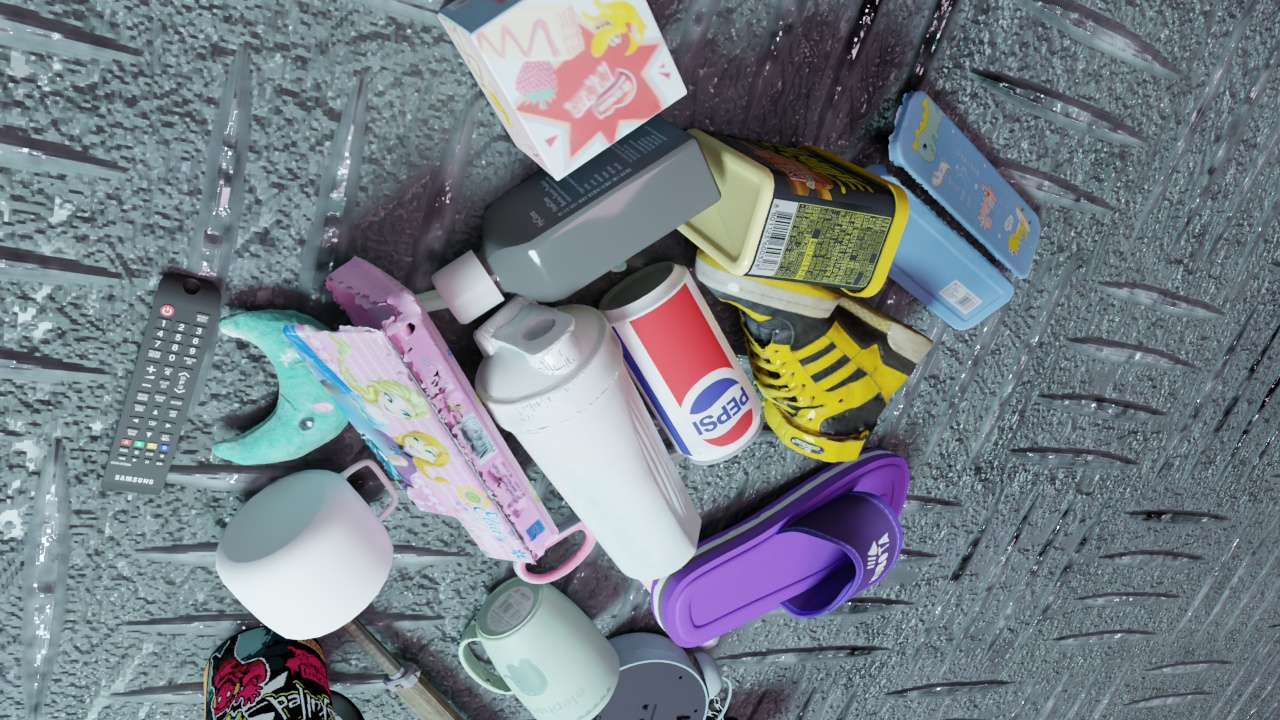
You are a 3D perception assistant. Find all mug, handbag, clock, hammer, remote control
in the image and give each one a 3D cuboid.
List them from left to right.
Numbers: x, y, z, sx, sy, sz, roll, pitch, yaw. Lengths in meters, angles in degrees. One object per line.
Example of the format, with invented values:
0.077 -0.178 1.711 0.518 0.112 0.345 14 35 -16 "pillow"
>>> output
-0.284 0.019 0.542 0.033 0.015 0.147 15 109 -32 "remote control"
-0.242 0.255 0.642 0.118 0.098 0.082 33 99 -36 "mug"
-0.207 0.115 0.590 0.115 0.094 0.068 -45 129 -26 "mug"
-0.165 0.283 0.729 0.147 0.028 0.317 -20 123 14 "hammer"
-0.089 0.229 0.724 0.111 0.084 0.104 -22 120 20 "mug"
0.007 0.302 0.812 0.159 0.045 0.123 8 109 -21 "clock"
0.047 0.399 0.850 0.153 0.125 0.115 -9 120 -22 "handbag"

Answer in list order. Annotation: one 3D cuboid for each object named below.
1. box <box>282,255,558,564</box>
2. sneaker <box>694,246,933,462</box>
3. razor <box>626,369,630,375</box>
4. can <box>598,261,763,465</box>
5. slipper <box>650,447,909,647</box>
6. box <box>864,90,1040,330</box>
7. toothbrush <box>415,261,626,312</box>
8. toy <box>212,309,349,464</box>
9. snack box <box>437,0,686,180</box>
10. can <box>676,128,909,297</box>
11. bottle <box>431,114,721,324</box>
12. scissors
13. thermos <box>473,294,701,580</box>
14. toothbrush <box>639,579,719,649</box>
-0.133 0.049 0.576 0.070 0.085 0.230 -39 133 -19 "box"
0.111 -0.001 0.680 0.238 0.086 0.122 18 104 -36 "sneaker"
-0.004 0.004 0.669 0.143 0.022 0.042 6 115 -30 "razor"
0.029 0.003 0.637 0.070 0.070 0.132 -34 111 -6 "can"
0.144 0.174 0.778 0.266 0.084 0.107 -22 121 -22 "slipper"
0.240 -0.107 0.715 0.209 0.043 0.125 29 103 -37 "box"
-0.082 -0.052 0.603 0.154 0.015 0.022 -16 88 -19 "toothbrush"
-0.216 0.019 0.565 0.085 0.033 0.105 3 113 -27 "toy"
-0.043 -0.172 0.515 0.093 0.079 0.095 -35 127 -5 "snack box"
0.088 -0.098 0.591 0.101 0.130 0.073 4 114 -25 "can"
-0.046 -0.083 0.562 0.174 0.083 0.046 -34 126 -5 "bottle"
-0.031 0.093 0.692 0.170 0.013 0.177 -29 115 -17 "scissors"
-0.033 0.055 0.619 0.099 0.099 0.220 -33 125 -7 "thermos"
0.010 0.177 0.770 0.027 0.027 0.222 -48 128 -19 "toothbrush"
